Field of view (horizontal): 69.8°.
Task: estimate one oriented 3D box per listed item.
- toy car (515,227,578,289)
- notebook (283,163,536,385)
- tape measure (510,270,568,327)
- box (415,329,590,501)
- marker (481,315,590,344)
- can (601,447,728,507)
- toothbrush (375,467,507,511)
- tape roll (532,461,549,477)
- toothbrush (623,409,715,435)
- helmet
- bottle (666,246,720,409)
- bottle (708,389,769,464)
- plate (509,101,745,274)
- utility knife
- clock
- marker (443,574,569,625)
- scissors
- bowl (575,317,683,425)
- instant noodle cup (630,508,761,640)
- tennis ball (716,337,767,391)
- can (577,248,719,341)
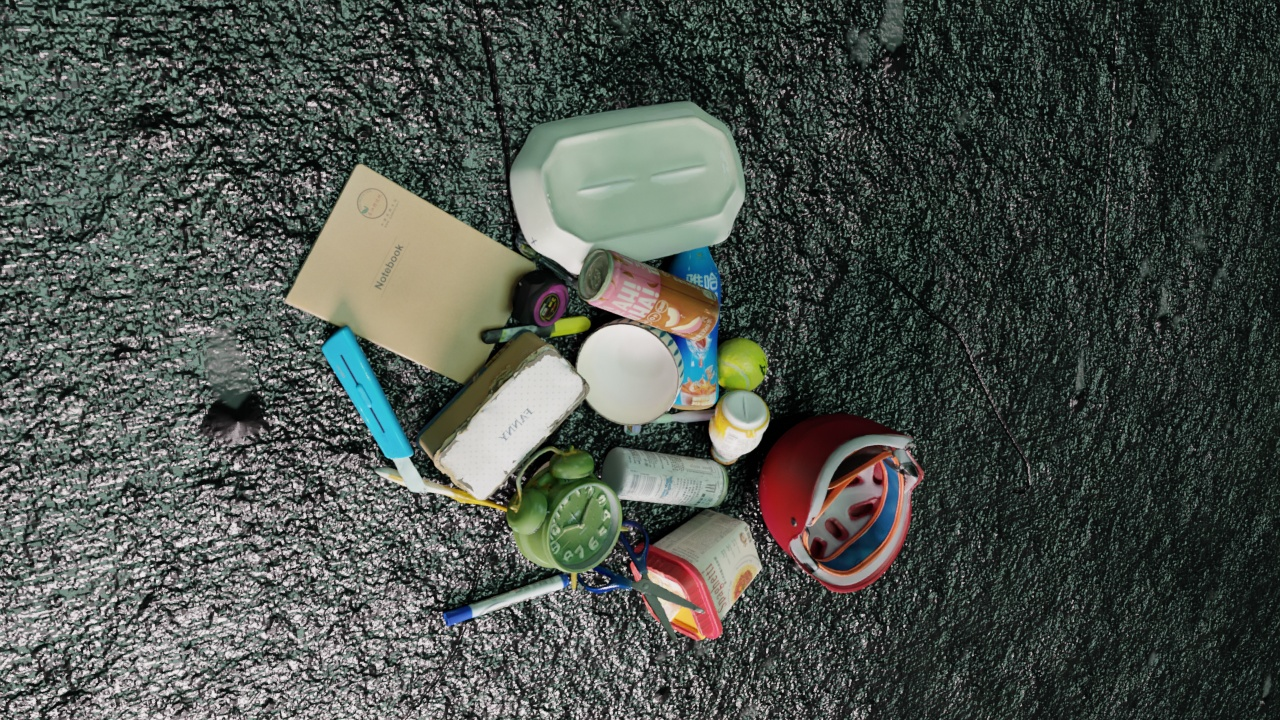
[{"bbox_3d":[-0.081,-0.112,0.957,0.105,0.031,0.049,34,83,-25],"label":"toy car"},{"bbox_3d":[-0.218,-0.077,0.901,0.207,0.008,0.148,29,88,-33],"label":"notebook"},{"bbox_3d":[-0.105,-0.064,0.946,0.057,0.039,0.057,-4,117,-54],"label":"tape measure"},{"bbox_3d":[-0.144,0.060,0.940,0.184,0.061,0.090,-43,126,-7],"label":"box"},{"bbox_3d":[-0.110,-0.032,0.968,0.124,0.015,0.018,-10,111,-31],"label":"marker"},{"bbox_3d":[0.029,0.138,1.070,0.146,0.058,0.058,11,96,-32],"label":"can"},{"bbox_3d":[-0.193,0.146,0.969,0.191,0.016,0.018,25,98,-33],"label":"toothbrush"},{"bbox_3d":[-0.089,0.151,1.022,0.085,0.014,0.086,-10,105,-39],"label":"tape roll"},{"bbox_3d":[0.067,0.069,1.098,0.188,0.029,0.021,-5,67,-30],"label":"toothbrush"},{"bbox_3d":[0.238,0.167,1.153,0.206,0.144,0.240,-37,132,-17],"label":"helmet"},{"bbox_3d":[0.058,-0.056,1.034,0.065,0.065,0.219,-7,105,-29],"label":"bottle"},{"bbox_3d":[0.111,0.082,1.079,0.063,0.063,0.109,-23,152,-24],"label":"bottle"},{"bbox_3d":[-0.002,-0.185,0.950,0.265,0.034,0.162,-14,92,-22],"label":"plate"},{"bbox_3d":[-0.255,0.054,0.896,0.034,0.018,0.188,-22,110,3],"label":"utility knife"},{"bbox_3d":[-0.082,0.160,0.981,0.116,0.056,0.161,-46,126,-25],"label":"clock"},{"bbox_3d":[-0.148,0.266,1.024,0.145,0.017,0.017,-12,108,-27],"label":"marker"},{"bbox_3d":[-0.006,0.249,1.029,0.161,0.163,0.012,-16,135,12],"label":"scissors"},{"bbox_3d":[-0.006,0.006,0.999,0.066,0.117,0.116,-47,134,-64],"label":"bowl"},{"bbox_3d":[0.072,0.249,1.098,0.124,0.117,0.116,-36,118,-31],"label":"instant noodle cup"},{"bbox_3d":[0.117,0.005,1.082,0.065,0.065,0.065,-8,106,-29],"label":"tennis ball"},{"bbox_3d":[0.011,-0.066,0.937,0.147,0.058,0.058,18,93,-35],"label":"can"}]
